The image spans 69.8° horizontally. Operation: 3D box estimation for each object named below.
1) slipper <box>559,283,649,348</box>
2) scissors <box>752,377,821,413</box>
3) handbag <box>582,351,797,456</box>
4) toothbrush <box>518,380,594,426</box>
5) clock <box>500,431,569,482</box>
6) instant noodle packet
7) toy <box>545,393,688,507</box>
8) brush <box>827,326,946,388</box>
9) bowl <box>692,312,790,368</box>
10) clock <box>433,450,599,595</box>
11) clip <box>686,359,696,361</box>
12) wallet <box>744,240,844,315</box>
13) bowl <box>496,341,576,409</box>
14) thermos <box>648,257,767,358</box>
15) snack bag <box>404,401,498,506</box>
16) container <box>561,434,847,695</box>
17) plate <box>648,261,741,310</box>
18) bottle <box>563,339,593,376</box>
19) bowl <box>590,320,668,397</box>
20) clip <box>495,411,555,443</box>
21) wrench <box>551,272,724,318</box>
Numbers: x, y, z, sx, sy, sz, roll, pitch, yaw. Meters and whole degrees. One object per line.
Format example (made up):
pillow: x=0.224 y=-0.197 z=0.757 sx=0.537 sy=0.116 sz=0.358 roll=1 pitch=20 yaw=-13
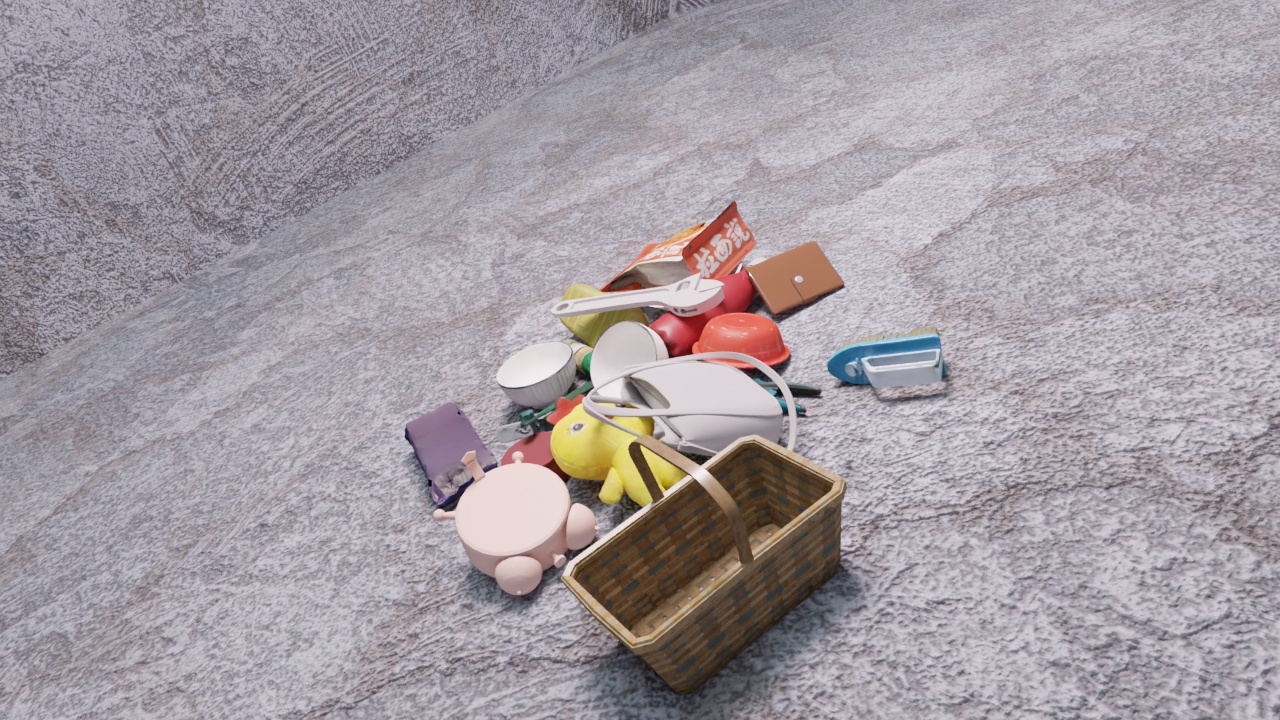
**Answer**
slipper: x=-0.049 y=-0.058 z=1.415 sx=0.191 sy=0.081 sz=0.091 roll=28 pitch=97 yaw=43
scissors: x=0.156 y=0.044 z=1.147 sx=0.131 sy=0.019 sz=0.149 roll=-19 pitch=29 yaw=3
handbag: x=0.045 y=0.051 z=1.049 sx=0.222 sy=0.096 sz=0.216 roll=1 pitch=20 yaw=-24
toothbrush: x=-0.110 y=0.054 z=1.246 sx=0.016 sy=0.017 sz=0.189 roll=-10 pitch=9 yaw=28
clock: x=-0.136 y=0.139 z=1.159 sx=0.087 sy=0.044 sz=0.124 roll=-1 pitch=34 yaw=33
instant noodle packet: x=0.050 y=-0.163 z=1.474 sx=0.221 sy=0.084 sz=0.164 roll=-8 pitch=30 yaw=47
toy: x=-0.027 y=0.110 z=1.093 sx=0.133 sy=0.092 sz=0.208 roll=-29 pitch=38 yaw=-32
brush: x=0.287 y=0.004 z=1.085 sx=0.136 sy=0.055 sz=0.075 roll=-7 pitch=27 yaw=27
bowl: x=0.134 y=-0.032 z=1.221 sx=0.130 sy=0.045 sz=0.130 roll=0 pitch=21 yaw=0
clock: x=-0.141 y=0.175 z=1.033 sx=0.130 sy=0.086 sz=0.160 roll=-36 pitch=57 yaw=-25
clip: x=0.068 y=0.029 z=1.210 sx=0.058 sy=0.054 sz=0.101 roll=-49 pitch=9 yaw=39
wallet: x=0.223 y=-0.121 z=1.328 sx=0.120 sy=0.013 sz=0.087 roll=-23 pitch=67 yaw=-14
bowl: x=-0.143 y=0.029 z=1.333 sx=0.118 sy=0.062 sz=0.118 roll=-16 pitch=29 yaw=9
thermos: x=0.110 y=-0.078 z=1.331 sx=0.239 sy=0.073 sz=0.073 roll=-38 pitch=32 yaw=-28
snack bag: x=-0.264 y=0.123 z=1.261 sx=0.096 sy=0.058 sz=0.205 roll=-29 pitch=28 yaw=-14
container: x=0.056 y=0.157 z=0.843 sx=0.249 sy=0.186 sz=0.158 roll=-33 pitch=30 yaw=-20
plate: x=0.081 y=-0.116 z=1.454 sx=0.174 sy=0.036 sz=0.173 roll=-17 pitch=29 yaw=9
bottle: x=-0.083 y=-0.002 z=1.367 sx=0.043 sy=0.043 sz=0.111 roll=-34 pitch=30 yaw=-21
bowl: x=-0.007 y=0.007 z=1.253 sx=0.114 sy=0.063 sz=0.113 roll=-10 pitch=74 yaw=35
clip: x=-0.105 y=0.079 z=1.246 sx=0.163 sy=0.028 sz=0.106 roll=-11 pitch=4 yaw=17
wrench: x=-0.010 y=-0.082 z=1.316 sx=0.274 sy=0.018 sz=0.086 roll=-7 pitch=34 yaw=23
